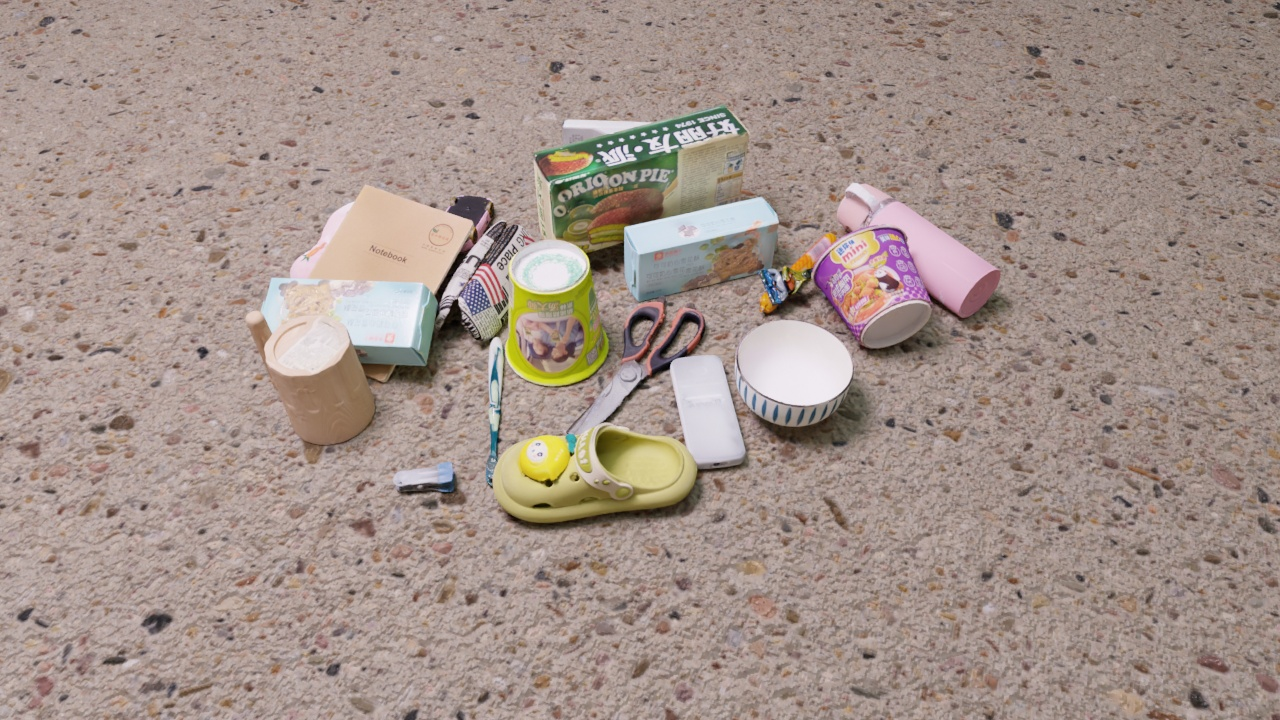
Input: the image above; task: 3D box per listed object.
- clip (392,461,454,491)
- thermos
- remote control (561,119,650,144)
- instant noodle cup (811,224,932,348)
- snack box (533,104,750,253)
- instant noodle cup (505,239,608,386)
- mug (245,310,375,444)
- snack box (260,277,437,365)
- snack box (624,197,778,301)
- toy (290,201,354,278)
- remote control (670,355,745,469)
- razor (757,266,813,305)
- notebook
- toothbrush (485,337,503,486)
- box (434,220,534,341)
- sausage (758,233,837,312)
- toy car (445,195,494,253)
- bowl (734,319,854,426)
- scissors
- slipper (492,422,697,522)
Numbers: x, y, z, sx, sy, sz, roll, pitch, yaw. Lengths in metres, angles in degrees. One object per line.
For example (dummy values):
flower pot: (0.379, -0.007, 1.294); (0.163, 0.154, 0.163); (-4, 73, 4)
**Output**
clip: (-0.205, 0.113, 0.869); (0.058, 0.038, 0.026); (-5, 50, -7)
thermos: (0.311, -0.136, 1.050); (0.067, 0.087, 0.198); (-44, 59, 1)
remote control: (-0.040, -0.291, 1.208); (0.125, 0.049, 0.024); (3, 51, 2)
instant noodle cup: (0.254, -0.075, 0.986); (0.111, 0.112, 0.099); (-13, 57, -12)
snack box: (0.002, -0.201, 1.039); (0.239, 0.115, 0.063); (-18, 53, -15)
instant noodle cup: (-0.089, -0.055, 0.947); (0.111, 0.124, 0.111); (0, 48, -1)
mug: (-0.328, 0.010, 0.901); (0.125, 0.104, 0.084); (27, 54, 21)
snack box: (-0.304, -0.040, 0.953); (0.175, 0.052, 0.074); (2, 67, 8)
snack box: (0.068, -0.127, 1.046); (0.174, 0.074, 0.051); (-15, 51, -13)
toy: (-0.323, -0.128, 1.061); (0.121, 0.054, 0.159); (30, 62, 20)
remote control: (0.066, 0.050, 0.925); (0.056, 0.020, 0.135); (-7, 49, -5)
razor: (0.199, -0.098, 1.040); (0.142, 0.022, 0.042); (-16, 81, -31)
notebook: (-0.292, -0.089, 1.007); (0.148, 0.008, 0.207); (20, 71, 14)
toothbrush: (-0.148, 0.045, 0.929); (0.016, 0.018, 0.191); (-3, 49, -4)
box: (-0.162, -0.088, 1.025); (0.087, 0.076, 0.162); (29, 49, -2)
sausage: (0.183, -0.103, 1.061); (0.021, 0.021, 0.164); (32, 55, 24)
toy car: (-0.213, -0.162, 1.102); (0.056, 0.037, 0.122); (9, 36, 4)
bowl: (0.150, 0.022, 0.921); (0.116, 0.066, 0.116); (1, 48, -1)
scissors: (-0.017, 0.002, 0.971); (0.208, 0.015, 0.185); (-15, 51, -13)
slipper: (-0.042, 0.092, 0.848); (0.190, 0.082, 0.091); (-2, 46, -3)
